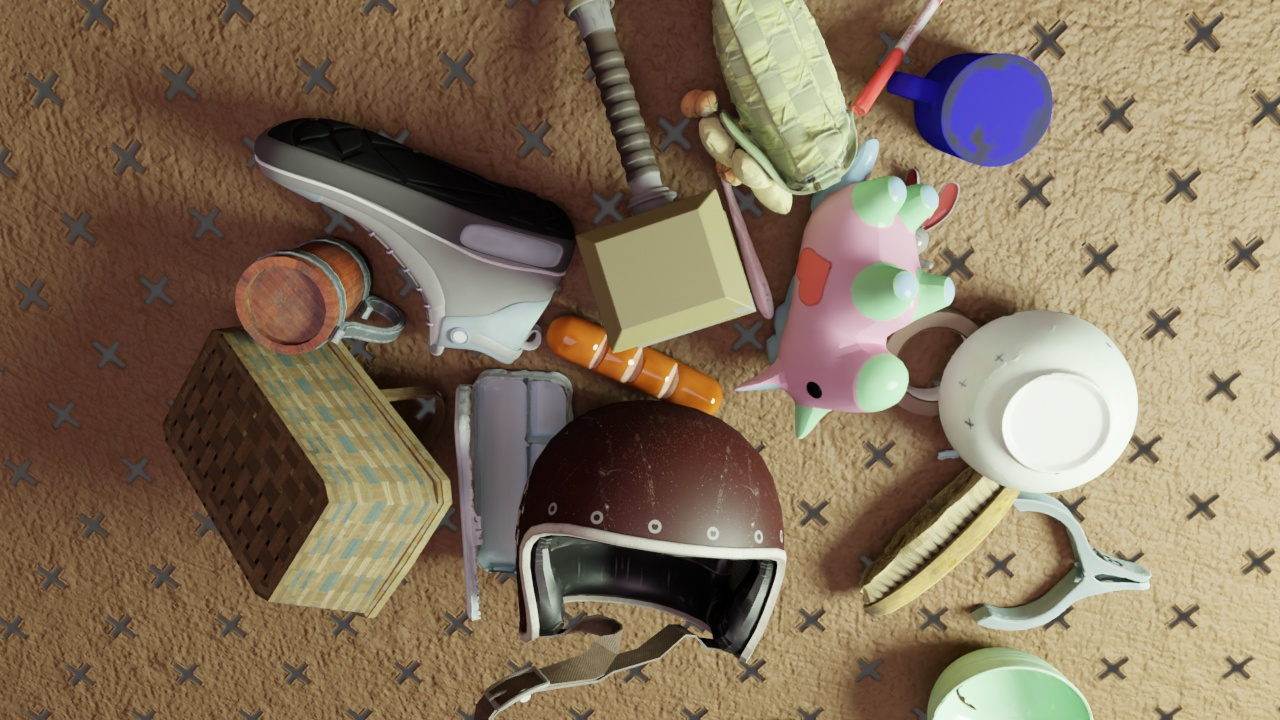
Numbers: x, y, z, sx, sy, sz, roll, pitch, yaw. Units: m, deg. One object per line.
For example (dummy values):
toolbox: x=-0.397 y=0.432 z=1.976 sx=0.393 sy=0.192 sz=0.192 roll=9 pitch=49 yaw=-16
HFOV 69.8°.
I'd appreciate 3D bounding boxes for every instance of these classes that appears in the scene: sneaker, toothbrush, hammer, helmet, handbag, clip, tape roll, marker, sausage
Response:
sneaker: x=-0.192 y=-0.087 z=0.751 sx=0.256 sy=0.093 sz=0.161 roll=17 pitch=119 yaw=-14
toothbrush: x=0.082 y=-0.117 z=0.771 sx=0.016 sy=0.018 sz=0.181 roll=-17 pitch=108 yaw=12
hammer: x=-0.010 y=-0.178 z=0.696 sx=0.101 sy=0.190 sz=0.325 roll=-17 pitch=90 yaw=8
helmet: x=-0.003 y=0.159 z=0.749 sx=0.233 sy=0.234 sz=0.253 roll=9 pitch=94 yaw=-11
handbag: x=0.089 y=-0.203 z=0.696 sx=0.117 sy=0.113 sz=0.186 roll=-23 pitch=103 yaw=13
clip: x=0.371 y=0.209 z=0.863 sx=0.169 sy=0.031 sz=0.165 roll=33 pitch=109 yaw=-6
tape roll: x=0.252 y=-0.001 z=0.794 sx=0.094 sy=0.030 sz=0.094 roll=1 pitch=109 yaw=3
marker: x=0.202 y=-0.242 z=0.694 sx=0.013 sy=0.013 sz=0.142 roll=37 pitch=81 yaw=-9
sausage: x=-0.005 y=0.005 z=0.802 sx=0.164 sy=0.044 sz=0.039 roll=24 pitch=98 yaw=-8

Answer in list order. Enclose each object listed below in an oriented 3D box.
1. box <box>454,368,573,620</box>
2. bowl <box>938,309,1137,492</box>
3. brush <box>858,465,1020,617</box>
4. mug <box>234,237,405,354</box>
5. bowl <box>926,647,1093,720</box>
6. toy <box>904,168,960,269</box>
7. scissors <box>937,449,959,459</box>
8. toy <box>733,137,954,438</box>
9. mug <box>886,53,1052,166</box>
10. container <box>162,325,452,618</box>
box: x=-0.110 y=0.120 z=0.828 sx=0.105 sy=0.129 sz=0.211 roll=-1 pitch=115 yaw=-6
bowl: x=0.324 y=0.040 z=0.739 sx=0.153 sy=0.072 sz=0.153 roll=2 pitch=104 yaw=9
brush: x=0.269 y=0.160 z=0.834 sx=0.043 sy=0.059 sz=0.196 roll=41 pitch=107 yaw=1
mug: x=-0.257 y=-0.049 z=0.763 sx=0.117 sy=0.111 sz=0.082 roll=34 pitch=107 yaw=-8
bowl: x=0.343 y=0.335 z=0.879 sx=0.151 sy=0.077 sz=0.151 roll=1 pitch=109 yaw=3
toy: x=0.225 y=-0.100 z=0.762 sx=0.049 sy=0.030 sz=0.112 roll=26 pitch=113 yaw=23
scissors: x=0.337 y=0.074 z=0.828 sx=0.136 sy=0.015 sz=0.055 roll=-10 pitch=106 yaw=13
toy: x=0.162 y=-0.056 z=0.743 sx=0.120 sy=0.172 sz=0.222 roll=2 pitch=77 yaw=-36
mug: x=0.243 y=-0.197 z=0.699 sx=0.111 sy=0.083 sz=0.079 roll=16 pitch=109 yaw=-2
container: x=-0.260 y=0.084 z=0.785 sx=0.250 sy=0.186 sz=0.158 roll=45 pitch=109 yaw=28
